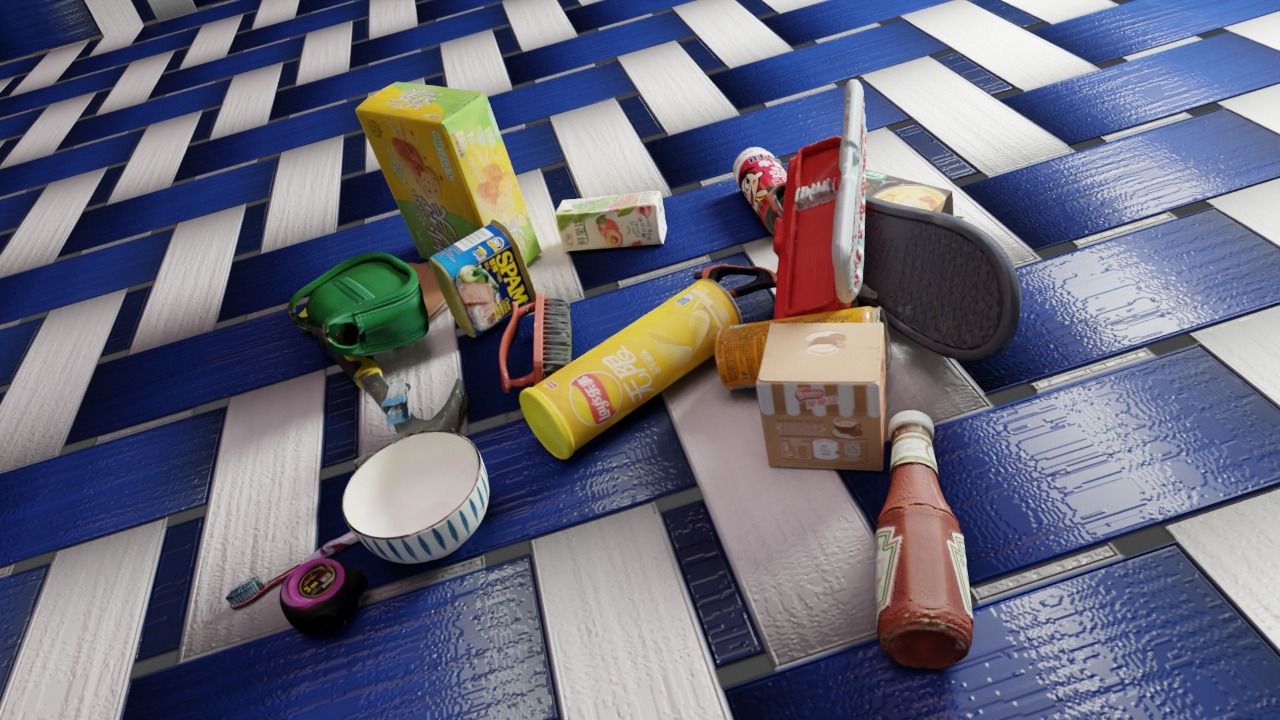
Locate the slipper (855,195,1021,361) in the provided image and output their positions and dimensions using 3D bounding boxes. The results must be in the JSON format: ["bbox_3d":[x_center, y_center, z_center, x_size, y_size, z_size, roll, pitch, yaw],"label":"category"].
[{"bbox_3d":[0.260,-0.086,0.834,0.083,0.111,0.268,2,22,-26],"label":"slipper"}]

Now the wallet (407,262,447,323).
[{"bbox_3d":[-0.257,-0.075,1.052,0.101,0.020,0.115,9,40,27],"label":"wallet"}]

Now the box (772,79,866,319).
[{"bbox_3d":[0.175,-0.136,0.836,0.074,0.155,0.200,15,63,-11],"label":"box"}]

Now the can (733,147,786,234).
[{"bbox_3d":[0.148,-0.196,1.052,0.053,0.053,0.132,-16,38,-2],"label":"can"}]

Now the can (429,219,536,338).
[{"bbox_3d":[-0.167,-0.085,0.977,0.083,0.102,0.057,-34,42,-19],"label":"can"}]

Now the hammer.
[{"bbox_3d":[-0.283,0.012,0.950,0.126,0.032,0.323,-31,41,-20],"label":"hammer"}]

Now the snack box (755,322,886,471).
[{"bbox_3d":[0.149,0.028,0.740,0.093,0.094,0.076,1,40,18],"label":"snack box"}]

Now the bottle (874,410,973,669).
[{"bbox_3d":[0.196,0.116,0.649,0.060,0.060,0.205,-2,39,15],"label":"bottle"}]

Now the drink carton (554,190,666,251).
[{"bbox_3d":[-0.034,-0.162,1.069,0.123,0.053,0.045,-3,35,15],"label":"drink carton"}]

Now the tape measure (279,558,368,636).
[{"bbox_3d":[-0.249,0.186,0.717,0.058,0.039,0.056,6,42,17],"label":"tape measure"}]

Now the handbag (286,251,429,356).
[{"bbox_3d":[-0.291,-0.056,0.952,0.120,0.068,0.131,-25,36,-33],"label":"handbag"}]

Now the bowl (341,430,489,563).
[{"bbox_3d":[-0.177,0.120,0.752,0.116,0.066,0.116,-10,39,8],"label":"bowl"}]

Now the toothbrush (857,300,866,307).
[{"bbox_3d":[0.212,-0.030,0.857,0.014,0.018,0.188,3,39,6],"label":"toothbrush"}]

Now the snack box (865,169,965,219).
[{"bbox_3d":[0.260,-0.151,0.970,0.113,0.053,0.125,27,59,40],"label":"snack box"}]

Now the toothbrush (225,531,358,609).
[{"bbox_3d":[-0.259,0.154,0.776,0.187,0.017,0.016,-30,41,-17],"label":"toothbrush"}]

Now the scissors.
[{"bbox_3d":[0.146,-0.097,0.910,0.226,0.015,0.188,10,69,43],"label":"scissors"}]

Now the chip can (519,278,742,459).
[{"bbox_3d":[-0.005,0.005,0.838,0.213,0.072,0.072,-33,42,-23],"label":"chip can"}]

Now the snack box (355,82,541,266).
[{"bbox_3d":[-0.216,-0.203,1.050,0.158,0.210,0.069,18,50,36],"label":"snack box"}]

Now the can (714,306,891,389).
[{"bbox_3d":[0.141,-0.010,0.803,0.146,0.058,0.058,-7,38,23],"label":"can"}]

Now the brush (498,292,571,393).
[{"bbox_3d":[-0.102,-0.017,0.902,0.069,0.063,0.145,-1,37,-4],"label":"brush"}]

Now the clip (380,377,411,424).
[{"bbox_3d":[-0.228,0.035,0.862,0.027,0.043,0.058,-16,34,1],"label":"clip"}]
